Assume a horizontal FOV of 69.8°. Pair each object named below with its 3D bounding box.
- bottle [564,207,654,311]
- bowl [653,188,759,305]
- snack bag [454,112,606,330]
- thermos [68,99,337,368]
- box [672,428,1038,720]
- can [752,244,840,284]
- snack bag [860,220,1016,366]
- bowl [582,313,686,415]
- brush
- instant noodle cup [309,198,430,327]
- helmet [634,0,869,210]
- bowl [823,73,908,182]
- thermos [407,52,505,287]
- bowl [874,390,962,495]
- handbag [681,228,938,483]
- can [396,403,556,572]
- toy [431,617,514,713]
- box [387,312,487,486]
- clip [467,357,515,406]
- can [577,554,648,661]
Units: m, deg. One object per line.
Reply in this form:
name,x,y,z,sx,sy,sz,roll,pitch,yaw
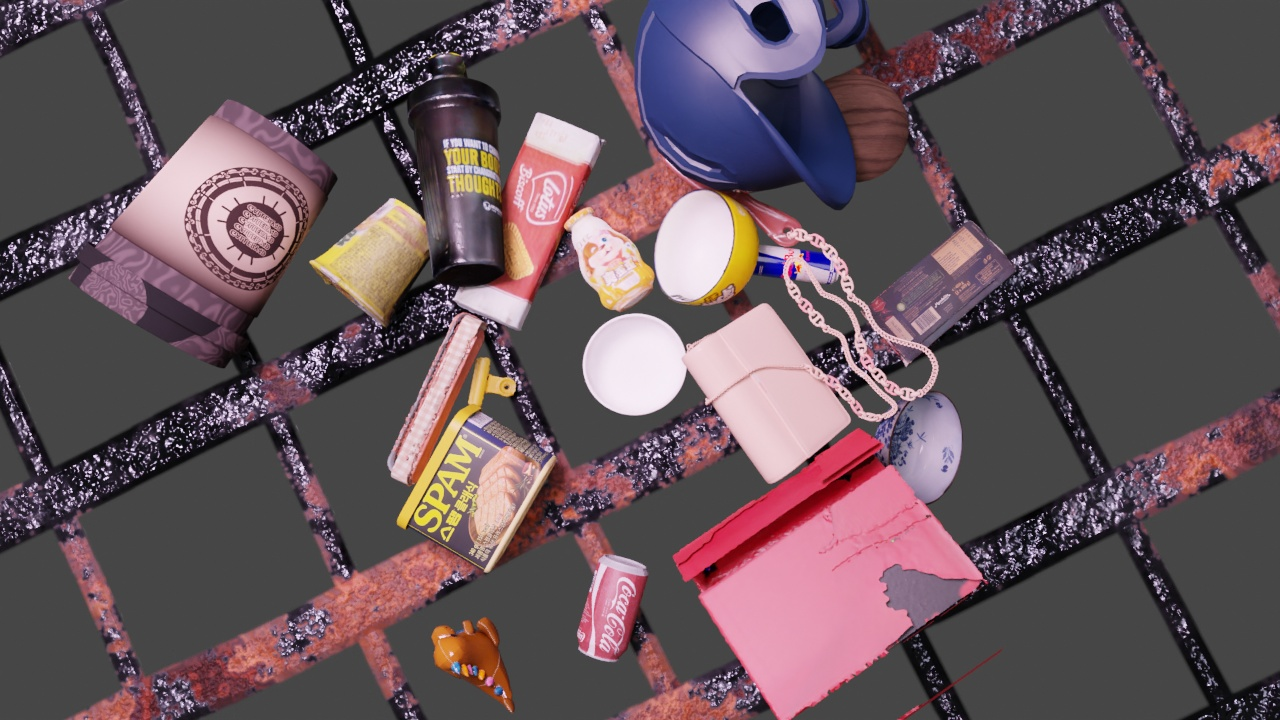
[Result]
bottle,-0.035,-0.106,0.951,0.063,0.063,0.109,-36,85,-1
bowl,0.076,-0.111,0.934,0.067,0.117,0.117,9,85,-40
snack bag,-0.117,-0.147,0.969,0.077,0.041,0.225,23,88,6
thermos,-0.424,-0.130,0.920,0.173,0.173,0.226,32,81,4
box,0.141,0.154,0.755,0.211,0.410,0.107,-34,86,-2
can,0.159,-0.100,0.959,0.095,0.032,0.032,7,86,2
snack bag,0.312,-0.072,0.959,0.155,0.018,0.074,-40,86,-2
bowl,-0.006,0.006,0.947,0.105,0.054,0.105,0,87,0
brush,0.097,-0.175,0.967,0.172,0.030,0.041,37,87,5
instant noodle cup,-0.267,-0.106,0.947,0.102,0.102,0.108,38,78,4
helmet,0.112,-0.254,0.866,0.224,0.231,0.272,-35,96,33
bowl,0.227,-0.250,0.968,0.119,0.032,0.119,0,86,2
thermos,-0.183,-0.189,0.929,0.098,0.098,0.220,-8,77,1
bowl,0.271,0.085,0.924,0.114,0.045,0.114,-2,94,-35
handbag,0.142,-0.001,0.873,0.116,0.188,0.198,-30,83,-41
can,-0.162,0.129,0.925,0.104,0.075,0.135,30,98,1
toy,-0.164,0.306,0.906,0.070,0.090,0.103,-42,65,-2
box,-0.211,0.036,0.944,0.054,0.079,0.187,27,85,-36
clip,-0.157,0.025,0.963,0.049,0.045,0.054,8,84,27
can,-0.029,0.250,0.929,0.054,0.054,0.096,16,86,3
